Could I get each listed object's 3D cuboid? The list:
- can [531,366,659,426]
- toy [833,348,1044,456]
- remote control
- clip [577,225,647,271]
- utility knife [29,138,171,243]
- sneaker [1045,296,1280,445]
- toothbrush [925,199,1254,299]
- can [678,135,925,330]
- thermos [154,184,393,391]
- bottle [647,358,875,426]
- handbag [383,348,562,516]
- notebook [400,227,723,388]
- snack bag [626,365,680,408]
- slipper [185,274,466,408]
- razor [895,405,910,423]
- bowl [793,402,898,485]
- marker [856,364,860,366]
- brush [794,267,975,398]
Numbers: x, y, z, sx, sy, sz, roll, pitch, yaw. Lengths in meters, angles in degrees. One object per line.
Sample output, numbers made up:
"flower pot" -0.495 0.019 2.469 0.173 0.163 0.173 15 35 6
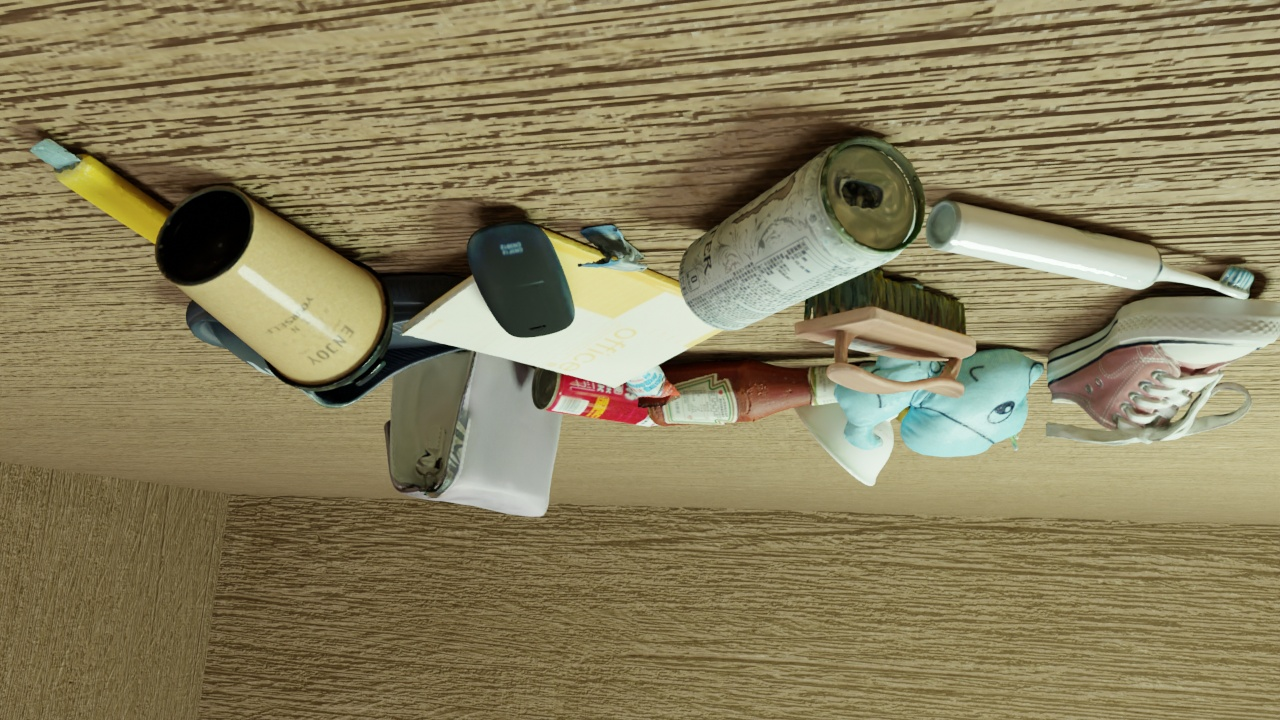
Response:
"can" -0.034 0.030 0.880 0.132 0.053 0.053 11 165 -31
"toy" 0.253 0.035 0.766 0.162 0.049 0.156 -41 113 17
"remote control" -0.070 -0.041 0.562 0.053 0.024 0.136 -12 156 1
"clip" -0.014 -0.064 0.553 0.027 0.044 0.058 -6 170 28
"utility knife" -0.280 -0.085 0.521 0.033 0.015 0.177 -4 165 3
"sneaker" 0.364 0.016 0.657 0.118 0.087 0.241 3 168 0
"toothbrush" 0.256 -0.056 0.506 0.220 0.026 0.026 8 -155 -19
"can" 0.075 -0.058 0.464 0.058 0.058 0.147 8 166 -21
"thermos" -0.214 -0.041 0.551 0.093 0.093 0.143 0 159 14
"bottle" 0.108 0.026 0.825 0.206 0.059 0.059 -5 165 17
"handbag" -0.153 0.067 0.863 0.098 0.144 0.197 -5 164 19
"notebook" -0.040 -0.028 0.647 0.146 0.010 0.206 -28 151 35
"snack bag" -0.005 0.005 0.787 0.045 0.026 0.105 -4 141 34
"slipper" -0.226 -0.011 0.685 0.268 0.083 0.110 -3 164 18
"razor" 0.270 0.040 0.883 0.067 0.062 0.167 32 177 9
"bowl" 0.205 0.053 0.875 0.065 0.118 0.118 -44 148 17
"marker" 0.166 0.015 0.859 0.124 0.015 0.018 -11 166 40
"brush" 0.173 -0.012 0.615 0.145 0.073 0.063 11 164 -39
